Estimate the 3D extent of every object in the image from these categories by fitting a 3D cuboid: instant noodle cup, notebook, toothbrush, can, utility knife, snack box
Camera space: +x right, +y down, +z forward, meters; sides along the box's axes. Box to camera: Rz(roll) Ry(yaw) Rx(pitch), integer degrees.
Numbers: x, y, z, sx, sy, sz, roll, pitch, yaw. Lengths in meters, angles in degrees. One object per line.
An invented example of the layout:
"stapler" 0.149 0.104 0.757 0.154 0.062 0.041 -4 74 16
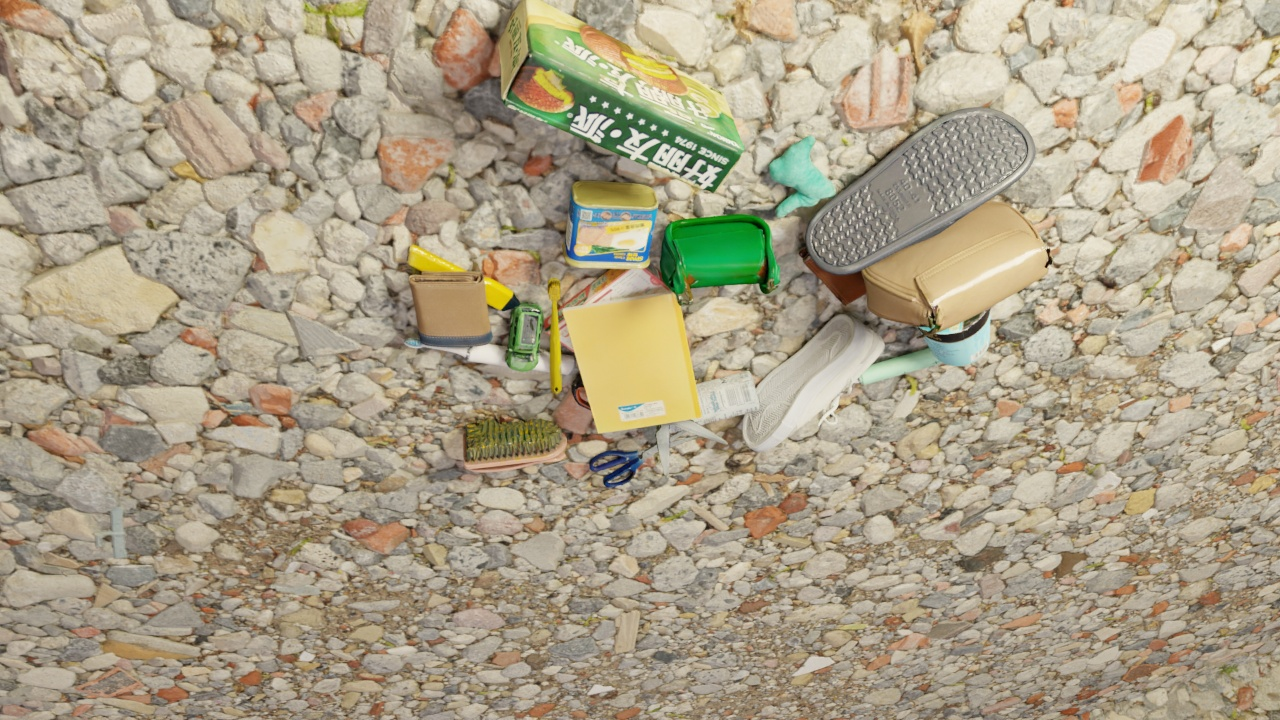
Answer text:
"instant noodle cup" 0.412 -0.054 1.209 0.111 0.111 0.120 -24 144 13
"notebook" -0.007 0.007 1.176 0.146 0.010 0.206 -9 127 6
"toothbrush" -0.192 -0.008 1.181 0.220 0.026 0.026 9 171 -19
"can" -0.034 -0.154 1.042 0.102 0.057 0.083 1 133 -13
"toothbrush" 0.346 0.015 1.313 0.224 0.026 0.027 -17 158 5
"toothbrush" -0.107 -0.025 1.148 0.015 0.016 0.190 -2 135 -7
"utility knife" -0.210 -0.098 1.094 0.153 0.015 0.033 27 120 -32
"snack box" -0.039 -0.066 1.152 0.156 0.027 0.077 -35 131 23
"can" 0.090 0.060 1.285 0.147 0.058 0.058 -15 136 4
"snack box" -0.018 -0.256 0.898 0.240 0.114 0.063 18 130 -26

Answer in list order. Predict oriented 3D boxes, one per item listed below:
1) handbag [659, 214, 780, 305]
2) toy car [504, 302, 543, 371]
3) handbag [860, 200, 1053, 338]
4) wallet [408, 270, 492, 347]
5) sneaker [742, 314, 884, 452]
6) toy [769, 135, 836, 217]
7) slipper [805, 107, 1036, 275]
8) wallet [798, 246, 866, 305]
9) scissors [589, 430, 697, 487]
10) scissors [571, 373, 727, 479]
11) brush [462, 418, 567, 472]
"handbag" 0.090 -0.112 1.064 0.131 0.120 0.068 -4 130 -5
"toy car" -0.145 -0.027 1.153 0.043 0.036 0.091 3 115 -17
"handbag" 0.373 -0.104 1.090 0.204 0.147 0.100 -27 125 -5
"wallet" -0.227 -0.061 1.100 0.090 0.033 0.115 0 144 -3
"sneaker" 0.242 0.040 1.282 0.090 0.089 0.243 21 122 -35
"toy" 0.183 -0.204 1.054 0.097 0.030 0.092 -34 130 30
"slipper" 0.315 -0.190 1.059 0.268 0.110 0.083 -32 169 16
"wallet" 0.271 -0.127 1.150 0.101 0.032 0.124 -36 132 20
"scissors" 0.007 0.149 1.394 0.171 0.012 0.141 -3 134 -10
"scissors" 0.014 0.058 1.240 0.221 0.021 0.235 8 114 5
"brush" -0.176 0.122 1.294 0.145 0.063 0.073 -5 132 -9
